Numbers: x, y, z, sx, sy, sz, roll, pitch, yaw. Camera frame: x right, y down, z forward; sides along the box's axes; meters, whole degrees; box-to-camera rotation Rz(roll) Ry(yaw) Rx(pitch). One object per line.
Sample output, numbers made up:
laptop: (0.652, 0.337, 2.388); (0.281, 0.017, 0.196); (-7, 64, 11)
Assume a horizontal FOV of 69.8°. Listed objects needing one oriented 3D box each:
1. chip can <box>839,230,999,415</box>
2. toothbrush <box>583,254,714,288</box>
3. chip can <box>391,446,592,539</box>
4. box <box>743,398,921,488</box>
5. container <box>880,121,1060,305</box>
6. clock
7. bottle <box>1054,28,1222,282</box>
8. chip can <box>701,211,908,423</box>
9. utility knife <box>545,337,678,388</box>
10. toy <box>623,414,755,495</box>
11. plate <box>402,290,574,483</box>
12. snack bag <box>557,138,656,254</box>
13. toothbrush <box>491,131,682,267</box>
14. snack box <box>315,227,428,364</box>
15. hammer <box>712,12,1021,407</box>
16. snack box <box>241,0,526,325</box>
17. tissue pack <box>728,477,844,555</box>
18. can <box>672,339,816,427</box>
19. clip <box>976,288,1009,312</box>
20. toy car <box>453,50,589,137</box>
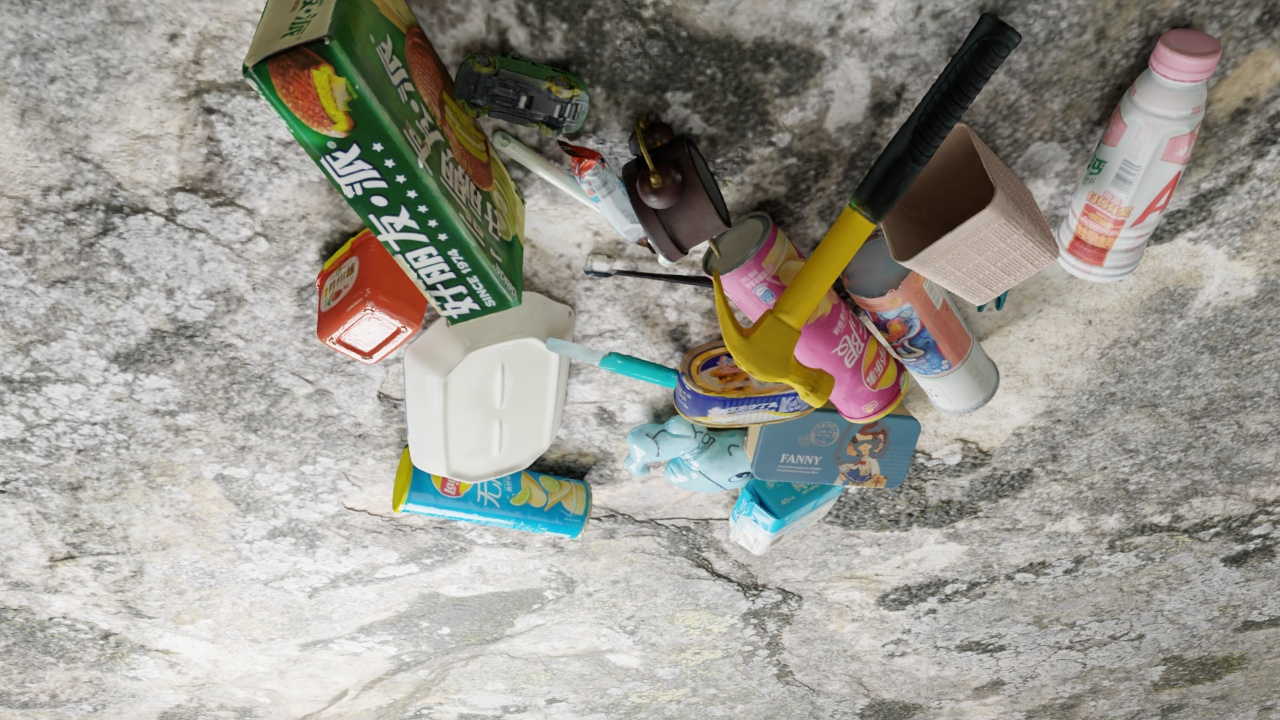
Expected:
chip can: (0.256, -0.030, 0.827); (0.071, 0.071, 0.214); (-25, 137, 24)
toothbrush: (0.041, -0.073, 0.796); (0.181, 0.015, 0.018); (6, 132, -12)
chip can: (-0.162, 0.149, 1.017); (0.210, 0.071, 0.071); (13, 139, -22)
box: (0.189, 0.078, 0.946); (0.184, 0.061, 0.090); (2, 115, -12)
container: (0.256, -0.108, 0.715); (0.110, 0.089, 0.090); (23, 134, -36)
clock: (0.022, -0.126, 0.672); (0.055, 0.082, 0.122); (-24, 139, 17)
bottle: (0.374, -0.150, 0.692); (0.068, 0.068, 0.197); (-3, 138, -1)
chip can: (0.143, -0.032, 0.780); (0.072, 0.071, 0.210); (-30, 124, 29)
utility knife: (-0.005, 0.005, 0.864); (0.215, 0.013, 0.029); (16, 132, -42)
toy: (0.067, 0.105, 0.997); (0.161, 0.049, 0.156); (-19, 137, 11)
plate: (-0.137, 0.040, 0.864); (0.161, 0.034, 0.266); (-14, 145, -22)
snack bag: (-0.023, -0.123, 0.688); (0.026, 0.048, 0.104); (-36, 124, 4)
toothbrush: (-0.037, -0.126, 0.719); (0.189, 0.020, 0.029); (28, 102, -33)
snack box: (-0.216, -0.049, 0.750); (0.091, 0.080, 0.082); (-33, 135, 31)
hammer: (0.162, -0.108, 0.663); (0.129, 0.032, 0.301); (31, 111, -9)
snack box: (-0.154, -0.140, 0.611); (0.063, 0.114, 0.240); (-14, 140, 13)
tissue pack: (0.164, 0.153, 1.027); (0.139, 0.063, 0.090); (-24, 150, -27)
can: (0.106, 0.019, 0.869); (0.148, 0.074, 0.049); (-5, 140, -10)
clip: (0.324, -0.064, 0.836); (0.042, 0.014, 0.056); (-3, 144, -2)
toy car: (-0.081, -0.184, 0.625); (0.091, 0.036, 0.043); (9, 141, -18)
